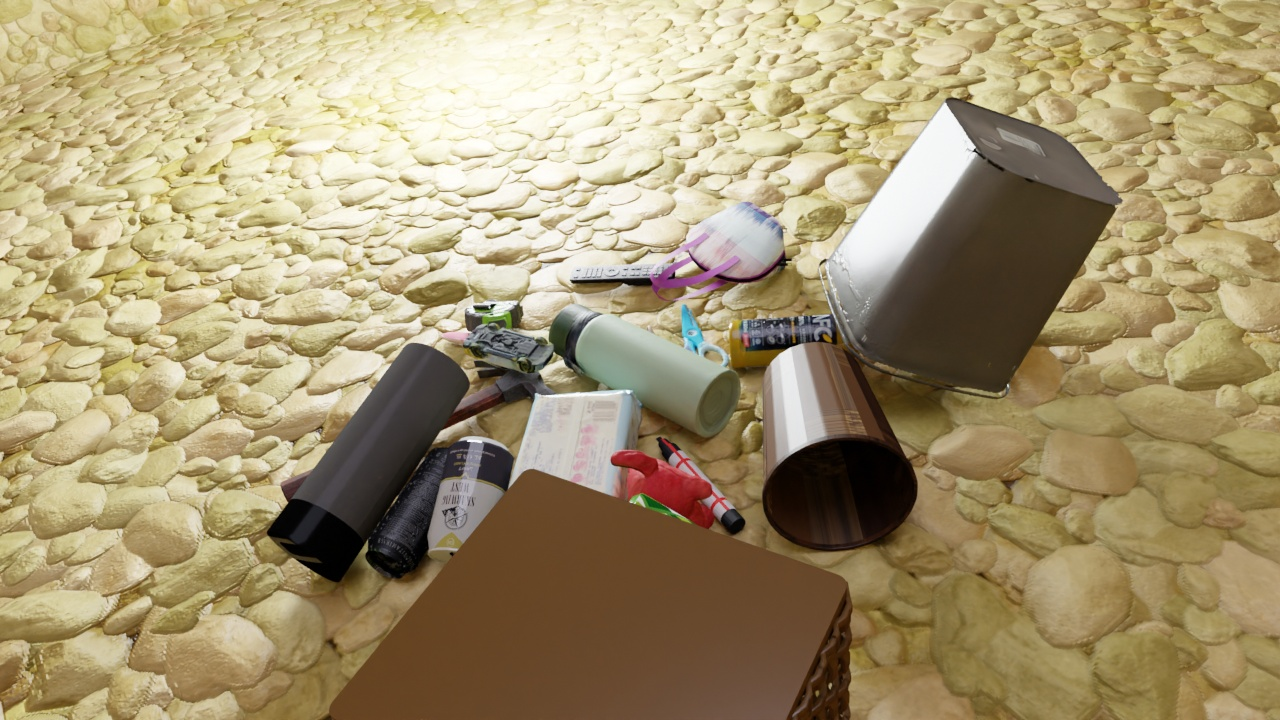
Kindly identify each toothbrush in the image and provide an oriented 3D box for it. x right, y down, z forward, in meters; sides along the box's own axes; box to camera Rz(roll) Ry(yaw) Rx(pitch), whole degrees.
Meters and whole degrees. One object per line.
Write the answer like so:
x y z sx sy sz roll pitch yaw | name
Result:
-0.190 -0.021 1.121 0.135 0.016 0.021 13 31 26 | toothbrush

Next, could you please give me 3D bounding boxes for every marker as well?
0.054 0.117 0.903 0.019 0.019 0.145 -26 42 -18 | marker

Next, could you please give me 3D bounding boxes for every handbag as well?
0.090 -0.125 1.145 0.169 0.068 0.144 -28 44 -17 | handbag

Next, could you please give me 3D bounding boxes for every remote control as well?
-0.023 -0.110 1.190 0.136 0.015 0.032 -1 41 12 | remote control

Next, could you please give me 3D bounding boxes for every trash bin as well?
0.322 -0.115 0.910 0.197 0.221 0.197 13 38 -15 | trash bin

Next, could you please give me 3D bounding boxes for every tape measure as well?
-0.186 -0.057 1.137 0.066 0.036 0.058 1 23 13 | tape measure

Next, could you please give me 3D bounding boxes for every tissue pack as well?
-0.063 0.106 0.905 0.112 0.070 0.181 -2 43 11 | tissue pack

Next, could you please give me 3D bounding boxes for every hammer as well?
-0.246 0.078 1.009 0.300 0.028 0.111 -26 43 -17 | hammer

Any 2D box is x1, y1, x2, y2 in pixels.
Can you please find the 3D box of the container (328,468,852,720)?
-0.014 0.249 0.610 0.252 0.214 0.218 15 46 27 | container

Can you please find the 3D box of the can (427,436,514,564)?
-0.162 0.140 0.869 0.064 0.064 0.127 1 61 13 | can

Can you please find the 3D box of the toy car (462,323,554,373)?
-0.149 -0.010 1.043 0.105 0.033 0.047 15 41 19 | toy car

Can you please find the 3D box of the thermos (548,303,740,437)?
-0.006 0.006 1.004 0.231 0.082 0.082 27 52 35 | thermos

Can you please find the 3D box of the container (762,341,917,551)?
0.172 0.070 0.857 0.132 0.132 0.167 -6 34 5 | container

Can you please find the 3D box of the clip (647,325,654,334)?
0.012 -0.016 1.068 0.039 0.024 0.060 -35 55 -22 | clip

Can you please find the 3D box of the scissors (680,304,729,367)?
0.062 -0.026 1.076 0.066 0.015 0.134 -12 42 1 | scissors

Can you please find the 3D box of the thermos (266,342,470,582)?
-0.268 0.097 0.919 0.082 0.082 0.239 12 54 25 | thermos

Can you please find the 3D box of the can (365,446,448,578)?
-0.215 0.146 0.901 0.054 0.054 0.137 8 43 20 | can

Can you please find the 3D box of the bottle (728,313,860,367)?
0.192 -0.023 1.010 0.186 0.053 0.053 -3 40 9 | bottle

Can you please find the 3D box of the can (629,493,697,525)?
0.038 0.178 0.750 0.144 0.083 0.082 30 50 6 | can

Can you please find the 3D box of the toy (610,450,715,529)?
0.011 0.136 0.814 0.088 0.133 0.093 8 52 36 | toy
